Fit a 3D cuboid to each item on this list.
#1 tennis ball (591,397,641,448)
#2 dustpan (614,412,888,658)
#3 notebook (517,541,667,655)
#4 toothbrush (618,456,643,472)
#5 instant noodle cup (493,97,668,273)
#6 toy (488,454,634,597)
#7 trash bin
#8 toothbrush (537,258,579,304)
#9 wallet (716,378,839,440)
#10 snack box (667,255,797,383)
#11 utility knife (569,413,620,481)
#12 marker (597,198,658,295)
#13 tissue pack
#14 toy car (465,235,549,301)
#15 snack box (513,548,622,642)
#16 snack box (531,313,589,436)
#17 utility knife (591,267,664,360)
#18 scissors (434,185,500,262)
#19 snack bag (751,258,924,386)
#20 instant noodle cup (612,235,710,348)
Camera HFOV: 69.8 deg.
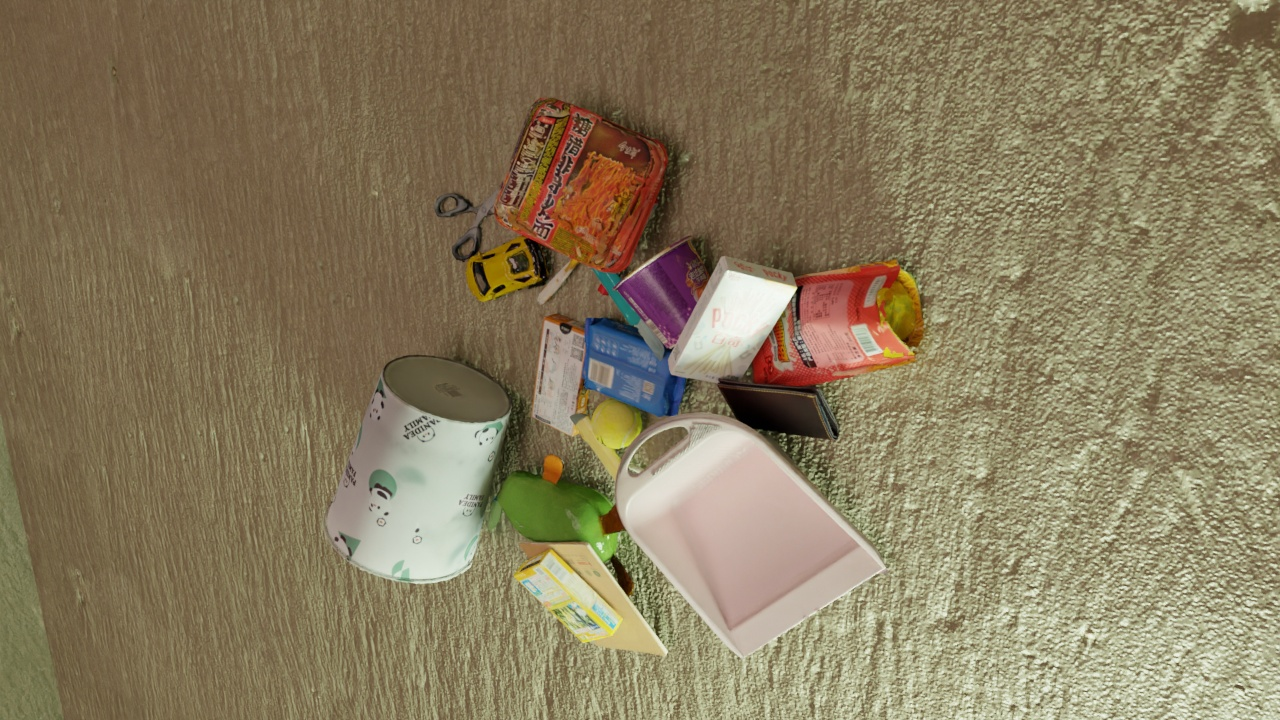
[{"bbox_3d":[-0.031,0.080,1.178,0.066,0.065,0.065,10,109,32],"label":"tennis ball"},{"bbox_3d":[0.100,0.194,1.044,0.223,0.138,0.273,-43,68,21],"label":"dustpan"},{"bbox_3d":[-0.066,0.322,1.246,0.148,0.008,0.208,-11,120,46],"label":"notebook"},{"bbox_3d":[0.047,0.162,1.171,0.221,0.026,0.026,20,78,29],"label":"toothbrush"},{"bbox_3d":[-0.064,-0.205,1.088,0.189,0.079,0.164,27,101,15],"label":"instant noodle cup"},{"bbox_3d":[-0.102,0.216,1.251,0.247,0.089,0.227,20,129,30],"label":"toy"},{"bbox_3d":[-0.307,0.144,1.302,0.230,0.229,0.252,31,113,24],"label":"trash bin"},{"bbox_3d":[-0.081,-0.130,1.186,0.192,0.018,0.016,-44,74,38],"label":"toothbrush"},{"bbox_3d":[0.155,0.055,1.038,0.122,0.020,0.096,5,146,33],"label":"wallet"},{"bbox_3d":[0.098,-0.039,1.005,0.026,0.084,0.157,-99,27,-45],"label":"snack box"},{"bbox_3d":[-0.040,0.134,1.202,0.031,0.018,0.165,-44,72,35],"label":"utility knife"},{"bbox_3d":[-0.016,-0.141,1.135,0.017,0.017,0.146,43,123,18],"label":"marker"},{"bbox_3d":[-0.007,0.007,1.149,0.157,0.052,0.095,21,116,28],"label":"tissue pack"},{"bbox_3d":[-0.186,-0.122,1.245,0.156,0.041,0.071,-13,95,38],"label":"toy car"},{"bbox_3d":[-0.099,0.319,1.238,0.140,0.033,0.087,47,143,-5],"label":"snack box"},{"bbox_3d":[-0.104,0.020,1.236,0.075,0.026,0.154,23,116,28],"label":"snack box"},{"bbox_3d":[-0.026,-0.081,1.122,0.029,0.013,0.205,-47,64,29],"label":"utility knife"},{"bbox_3d":[-0.220,-0.204,1.262,0.174,0.014,0.160,27,117,25],"label":"scissors"},{"bbox_3d":[0.196,-0.036,0.992,0.208,0.073,0.128,-13,89,45],"label":"snack bag"},{"bbox_3d":[0.040,-0.075,1.065,0.112,0.111,0.099,-35,92,36],"label":"instant noodle cup"}]
